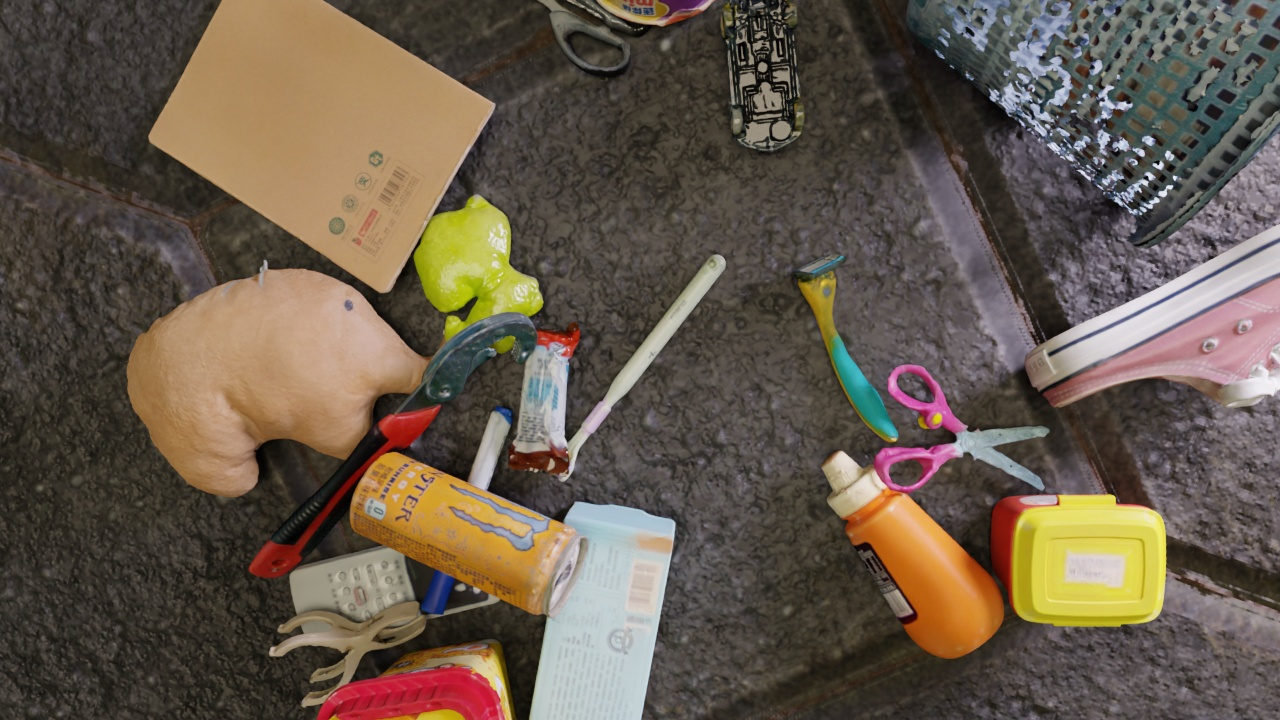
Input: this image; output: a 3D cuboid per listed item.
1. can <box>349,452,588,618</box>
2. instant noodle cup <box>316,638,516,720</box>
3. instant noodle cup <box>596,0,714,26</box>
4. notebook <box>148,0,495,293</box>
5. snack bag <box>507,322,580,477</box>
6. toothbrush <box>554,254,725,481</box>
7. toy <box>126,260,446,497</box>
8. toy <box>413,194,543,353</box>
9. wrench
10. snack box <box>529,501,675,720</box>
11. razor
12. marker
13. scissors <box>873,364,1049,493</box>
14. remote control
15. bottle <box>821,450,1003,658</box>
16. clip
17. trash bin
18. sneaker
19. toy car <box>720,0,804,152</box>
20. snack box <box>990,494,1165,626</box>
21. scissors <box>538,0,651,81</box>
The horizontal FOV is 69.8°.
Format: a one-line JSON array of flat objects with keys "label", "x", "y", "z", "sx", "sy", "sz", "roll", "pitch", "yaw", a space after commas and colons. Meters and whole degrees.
[{"label": "can", "x": -0.110, "y": 0.110, "z": 0.586, "sx": 0.146, "sy": 0.058, "sz": 0.058, "roll": 20, "pitch": 95, "yaw": 14}, {"label": "instant noodle cup", "x": -0.133, "y": 0.246, "z": 0.603, "sx": 0.116, "sy": 0.123, "sz": 0.116, "roll": -10, "pitch": 93, "yaw": 4}, {"label": "instant noodle cup", "x": 0.012, "y": -0.279, "z": 0.559, "sx": 0.111, "sy": 0.099, "sz": 0.111, "roll": 0, "pitch": 87, "yaw": -4}, {"label": "notebook", "x": -0.219, "y": -0.160, "z": 0.621, "sx": 0.207, "sy": 0.008, "sz": 0.148, "roll": 32, "pitch": 96, "yaw": 8}, {"label": "snack bag", "x": -0.065, "y": 0.025, "z": 0.622, "sx": 0.045, "sy": 0.026, "sz": 0.105, "roll": 5, "pitch": 86, "yaw": 10}, {"label": "toothbrush", "x": -0.004, "y": 0.004, "z": 0.628, "sx": 0.029, "sy": 0.020, "sz": 0.189, "roll": 42, "pitch": 96, "yaw": 24}, {"label": "toy", "x": -0.228, "y": 0.004, "z": 0.615, "sx": 0.226, "sy": 0.082, "sz": 0.143, "roll": -18, "pitch": 113, "yaw": 2}, {"label": "toy", "x": -0.113, "y": -0.057, "z": 0.621, "sx": 0.100, "sy": 0.031, "sz": 0.096, "roll": 34, "pitch": 82, "yaw": 0}, {"label": "wrench", "x": -0.174, "y": 0.062, "z": 0.619, "sx": 0.274, "sy": 0.056, "sz": 0.016, "roll": -42, "pitch": 54, "yaw": 13}, {"label": "snack box", "x": -0.027, "y": 0.189, "z": 0.628, "sx": 0.074, "sy": 0.051, "sz": 0.175, "roll": 10, "pitch": 94, "yaw": 4}, {"label": "razor", "x": 0.140, "y": -0.005, "z": 0.615, "sx": 0.028, "sy": 0.043, "sz": 0.132, "roll": -20, "pitch": 95, "yaw": 49}, {"label": "marker", "x": -0.118, "y": 0.101, "z": 0.629, "sx": 0.017, "sy": 0.017, "sz": 0.145, "roll": 19, "pitch": 82, "yaw": 2}, {"label": "scissors", "x": 0.212, "y": 0.061, "z": 0.608, "sx": 0.135, "sy": 0.017, "sz": 0.108, "roll": 31, "pitch": 76, "yaw": -8}, {"label": "remote control", "x": -0.172, "y": 0.159, "z": 0.650, "sx": 0.150, "sy": 0.021, "sz": 0.058, "roll": -15, "pitch": 94, "yaw": 5}, {"label": "bottle", "x": 0.173, "y": 0.123, "z": 0.610, "sx": 0.067, "sy": 0.066, "sz": 0.149, "roll": -39, "pitch": 84, "yaw": 5}, {"label": "clip", "x": -0.207, "y": 0.187, "z": 0.625, "sx": 0.095, "sy": 0.035, "sz": 0.102, "roll": 42, "pitch": 101, "yaw": -18}, {"label": "trash bin", "x": 0.271, "y": -0.209, "z": 0.514, "sx": 0.195, "sy": 0.226, "sz": 0.226, "roll": 36, "pitch": 96, "yaw": 13}, {"label": "sneaker", "x": 0.367, "y": -0.019, "z": 0.564, "sx": 0.241, "sy": 0.118, "sz": 0.087, "roll": -27, "pitch": 75, "yaw": 11}, {"label": "toy car", "x": 0.080, "y": -0.189, "z": 0.602, "sx": 0.049, "sy": 0.031, "sz": 0.105, "roll": -5, "pitch": 93, "yaw": 4}, {"label": "snack box", "x": 0.276, "y": 0.122, "z": 0.591, "sx": 0.091, "sy": 0.080, "sz": 0.082, "roll": 0, "pitch": 95, "yaw": 3}, {"label": "scissors", "x": -0.070, "y": -0.261, "z": 0.617, "sx": 0.133, "sy": 0.014, "sz": 0.175, "roll": -28, "pitch": 89, "yaw": 3}]
